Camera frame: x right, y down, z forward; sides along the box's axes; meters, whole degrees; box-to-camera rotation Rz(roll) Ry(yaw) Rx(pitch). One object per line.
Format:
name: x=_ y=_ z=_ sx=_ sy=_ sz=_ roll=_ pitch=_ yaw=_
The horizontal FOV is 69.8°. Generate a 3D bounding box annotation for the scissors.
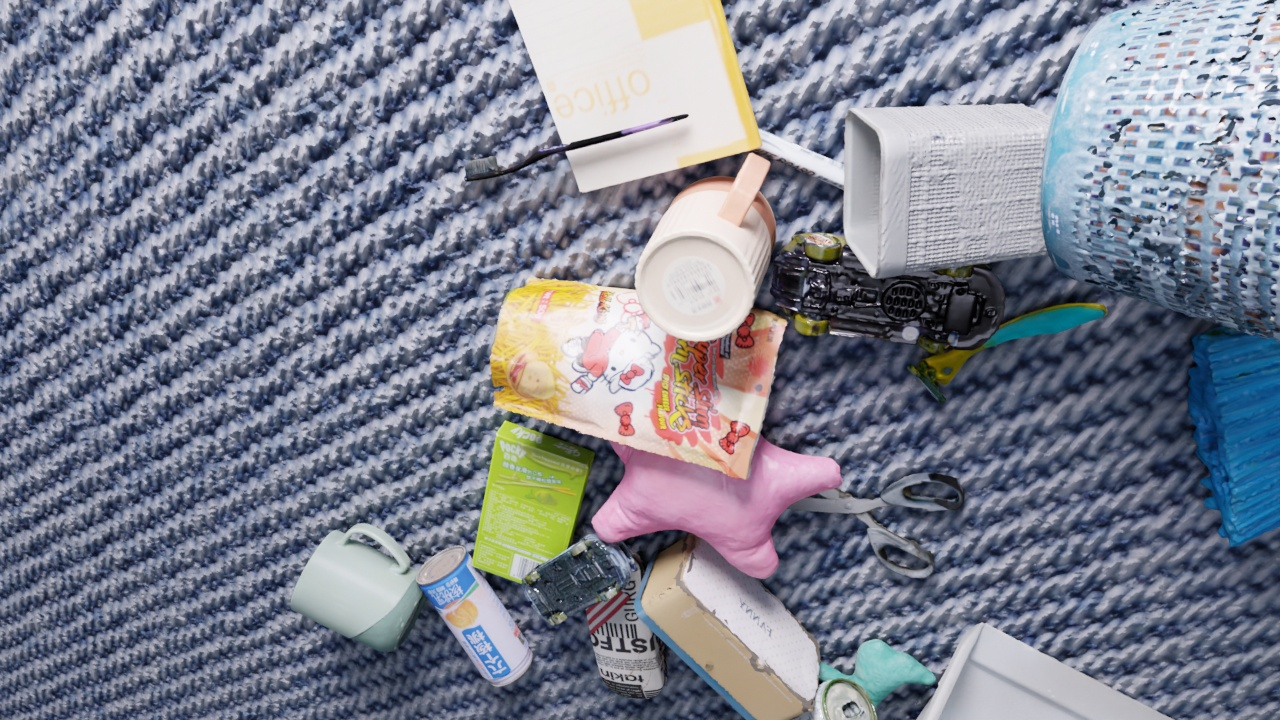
scissors: x=0.175 y=0.119 z=0.743 sx=0.178 sy=0.014 sz=0.159 roll=-23 pitch=107 yaw=27

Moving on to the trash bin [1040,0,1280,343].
trash bin: x=0.326 y=-0.102 z=0.463 sx=0.195 sy=0.225 sz=0.227 roll=18 pitch=126 yaw=41

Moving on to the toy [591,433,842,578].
toy: x=0.059 y=0.081 z=0.719 sx=0.195 sy=0.074 sz=0.179 roll=11 pitch=107 yaw=9

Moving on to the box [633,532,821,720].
box: x=0.074 y=0.225 z=0.782 sx=0.184 sy=0.089 sz=0.061 roll=45 pitch=120 yaw=-8

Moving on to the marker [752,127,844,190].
marker: x=0.098 y=-0.141 z=0.621 sx=0.146 sy=0.016 sz=0.017 roll=24 pitch=121 yaw=2

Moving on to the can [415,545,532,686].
can: x=-0.156 y=0.245 z=0.875 sx=0.053 sy=0.053 sz=0.134 roll=-20 pitch=110 yaw=24

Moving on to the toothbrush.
toothbrush: x=-0.051 y=-0.151 z=0.644 sx=0.189 sy=0.014 sz=0.017 roll=-8 pitch=100 yaw=29

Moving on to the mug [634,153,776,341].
mug: x=0.052 y=-0.081 z=0.613 sx=0.081 sy=0.105 sz=0.115 roll=29 pitch=121 yaw=-1

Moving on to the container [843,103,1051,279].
container: x=0.191 y=-0.108 z=0.562 sx=0.114 sy=0.090 sz=0.090 roll=-5 pitch=116 yaw=1

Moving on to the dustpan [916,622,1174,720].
dustpan: x=0.315 y=0.397 z=0.778 sx=0.222 sy=0.142 sz=0.258 roll=27 pitch=122 yaw=0

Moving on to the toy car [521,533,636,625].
toy car: x=-0.055 y=0.188 z=0.794 sx=0.121 sy=0.036 sz=0.054 roll=-37 pitch=87 yaw=36

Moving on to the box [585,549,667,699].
box: x=-0.016 y=0.243 z=0.836 sx=0.070 sy=0.055 sz=0.164 roll=3 pitch=117 yaw=34

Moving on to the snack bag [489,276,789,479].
snack bag: x=-0.004 y=0.004 z=0.685 sx=0.208 sy=0.073 sz=0.128 roll=12 pitch=78 yaw=16

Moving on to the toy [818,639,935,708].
toy: x=0.197 y=0.281 z=0.812 sx=0.096 sy=0.030 sz=0.092 roll=30 pitch=119 yaw=6

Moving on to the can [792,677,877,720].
can: x=0.145 y=0.336 z=0.821 sx=0.058 sy=0.058 sz=0.147 roll=34 pitch=133 yaw=-4

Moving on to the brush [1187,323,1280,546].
brush: x=0.408 y=-0.027 z=0.580 sx=0.110 sy=0.060 sz=0.315 roll=-13 pitch=111 yaw=15

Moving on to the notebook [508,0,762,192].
notebook: x=-0.015 y=-0.221 z=0.599 sx=0.146 sy=0.010 sz=0.206 roll=-7 pitch=115 yaw=31

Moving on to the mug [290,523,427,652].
mug: x=-0.258 y=0.210 z=0.871 sx=0.106 sy=0.082 sz=0.112 roll=25 pitch=109 yaw=2

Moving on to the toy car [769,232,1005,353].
toy car: x=0.169 y=-0.047 z=0.636 sx=0.158 sy=0.042 sz=0.070 roll=12 pitch=120 yaw=13

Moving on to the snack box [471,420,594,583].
snack box: x=-0.097 y=0.134 z=0.815 sx=0.086 sy=0.026 sz=0.157 roll=18 pitch=121 yaw=6

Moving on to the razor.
razor: x=0.255 y=-0.012 z=0.639 sx=0.133 sy=0.028 sz=0.043 roll=-27 pitch=130 yaw=29
